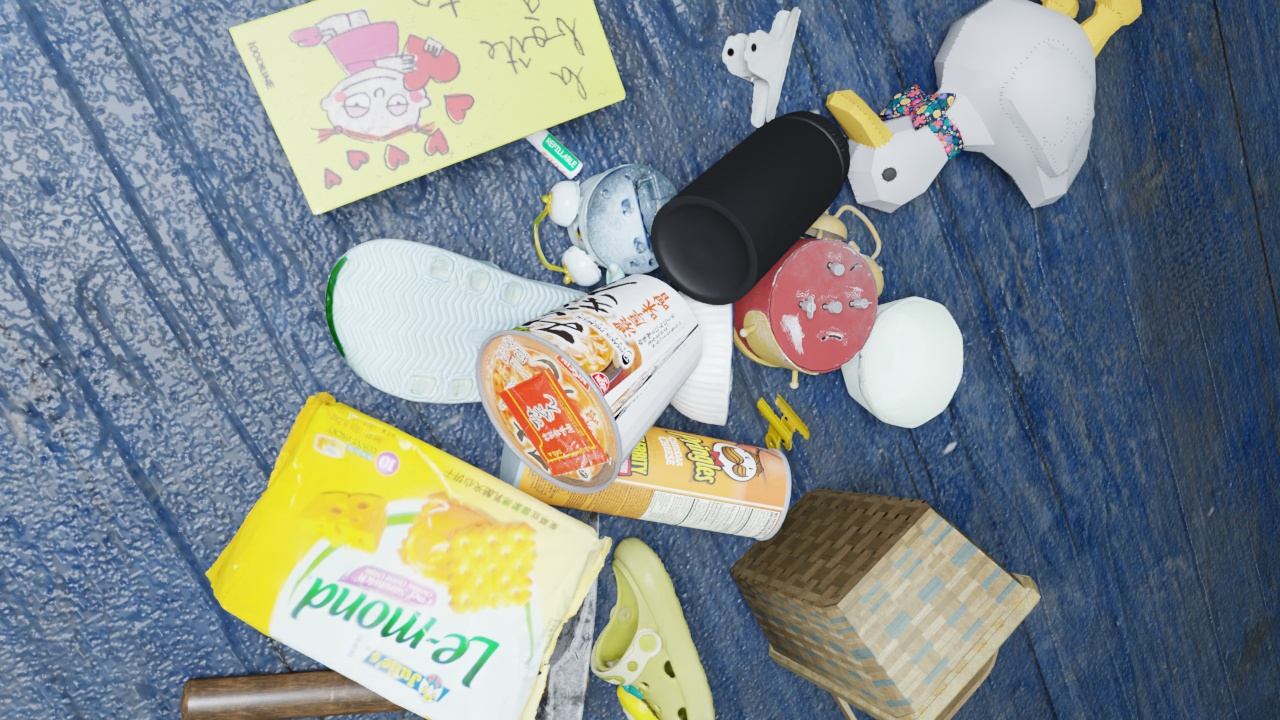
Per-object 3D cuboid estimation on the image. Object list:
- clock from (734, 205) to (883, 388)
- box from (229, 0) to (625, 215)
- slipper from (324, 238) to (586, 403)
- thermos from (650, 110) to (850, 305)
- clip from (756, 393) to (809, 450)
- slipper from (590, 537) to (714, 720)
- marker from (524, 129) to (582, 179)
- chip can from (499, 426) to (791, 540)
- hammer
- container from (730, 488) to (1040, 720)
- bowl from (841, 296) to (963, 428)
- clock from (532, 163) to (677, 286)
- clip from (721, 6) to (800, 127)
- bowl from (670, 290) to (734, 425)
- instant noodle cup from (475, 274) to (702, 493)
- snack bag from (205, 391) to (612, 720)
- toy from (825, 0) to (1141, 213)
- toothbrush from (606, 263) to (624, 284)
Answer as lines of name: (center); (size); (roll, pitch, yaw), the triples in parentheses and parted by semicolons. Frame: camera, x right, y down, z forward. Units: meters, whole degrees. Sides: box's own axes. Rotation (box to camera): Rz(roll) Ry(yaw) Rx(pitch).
clock: (0.152, -0.060, 0.777); (0.117, 0.081, 0.158); (43, 79, -24)
box: (-0.134, -0.191, 0.605); (0.220, 0.082, 0.124); (-21, 107, -11)
slipper: (-0.114, -0.023, 0.665); (0.245, 0.074, 0.104); (8, 97, -42)
thermos: (0.096, -0.129, 0.709); (0.198, 0.086, 0.086); (-45, 116, -41)
clip: (0.127, 0.060, 0.809); (0.044, 0.054, 0.049); (-39, 138, 1)
slipper: (0.002, 0.241, 0.750); (0.081, 0.092, 0.190); (-20, 102, -20)
marker: (-0.100, -0.188, 0.673); (0.145, 0.017, 0.017); (40, 80, -25)
chip can: (0.005, 0.087, 0.715); (0.215, 0.075, 0.075); (12, 92, -18)
hammer: (-0.174, 0.210, 0.689); (0.300, 0.037, 0.218); (6, 95, -26)
container: (0.203, 0.218, 0.753); (0.157, 0.250, 0.186); (-41, 96, -15)
bowl: (0.229, -0.001, 0.835); (0.117, 0.061, 0.117); (-4, 100, -26)
clock: (-0.026, -0.104, 0.700); (0.117, 0.057, 0.083); (-20, 106, -22)
clip: (0.094, -0.250, 0.761); (0.056, 0.046, 0.101); (13, 91, -31)
bowl: (0.039, -0.008, 0.725); (0.062, 0.118, 0.118); (2, 98, 2)
instant noodle cup: (-0.026, 0.005, 0.630); (0.121, 0.124, 0.124); (-40, 114, -39)
snack bag: (-0.156, 0.139, 0.628); (0.247, 0.068, 0.159); (27, 87, 2)
toy: (0.304, -0.221, 0.802); (0.246, 0.141, 0.268); (36, 99, -27)
toothbrush: (-0.004, 0.004, 0.720); (0.016, 0.016, 0.181); (-15, 122, -4)
